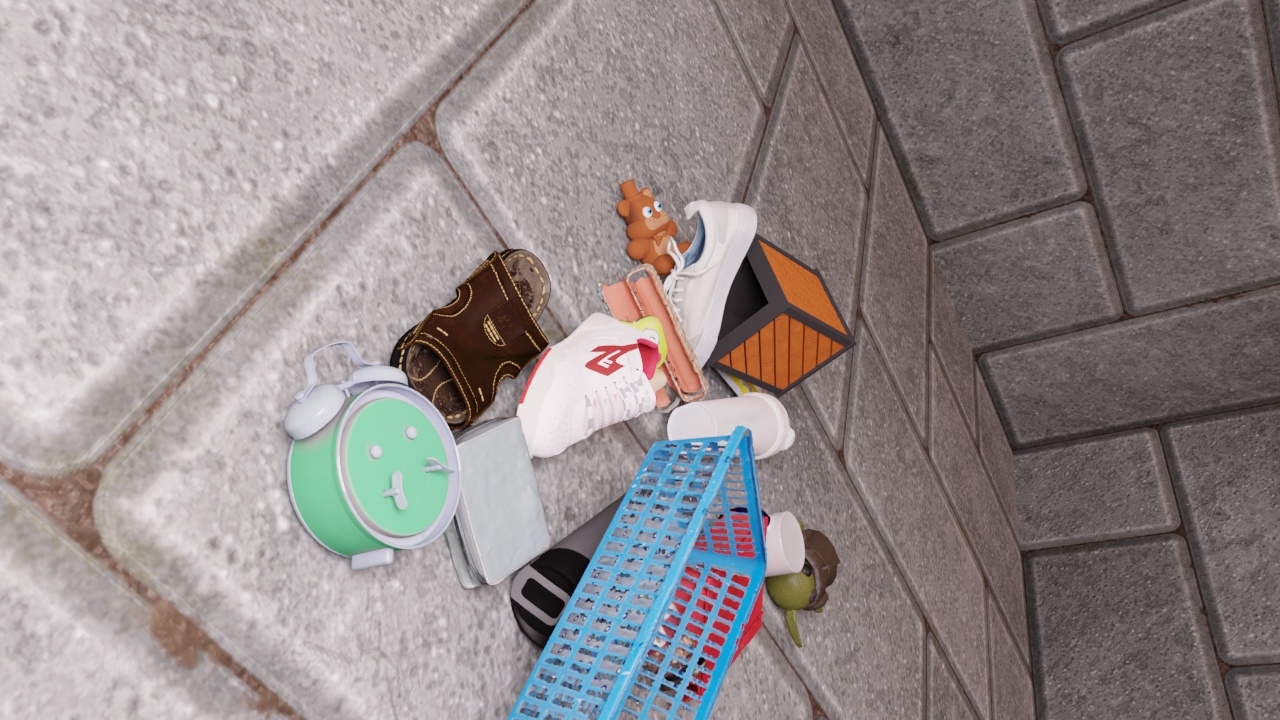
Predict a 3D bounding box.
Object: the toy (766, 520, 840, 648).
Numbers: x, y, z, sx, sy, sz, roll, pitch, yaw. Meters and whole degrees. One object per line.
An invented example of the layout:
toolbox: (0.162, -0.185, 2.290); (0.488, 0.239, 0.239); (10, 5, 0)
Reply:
toy: (0.235, 0.307, 1.332); (0.152, 0.078, 0.179); (-19, 96, -61)

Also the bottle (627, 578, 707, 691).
bottle: (0.020, 0.283, 0.956); (0.105, 0.056, 0.056); (61, 28, 7)

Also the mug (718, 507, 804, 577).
mug: (0.146, 0.231, 1.190); (0.112, 0.097, 0.078); (57, 33, -29)

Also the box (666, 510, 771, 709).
box: (0.088, 0.276, 1.069); (0.164, 0.153, 0.214); (52, 27, 10)

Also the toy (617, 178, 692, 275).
toy: (0.015, -0.176, 1.191); (0.094, 0.065, 0.128); (-38, 109, -41)

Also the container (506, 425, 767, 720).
container: (0.003, 0.254, 0.793); (0.361, 0.089, 0.257); (-60, 151, -34)

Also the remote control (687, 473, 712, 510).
remote control: (0.059, 0.173, 1.149); (0.136, 0.015, 0.032); (-18, 92, -59)

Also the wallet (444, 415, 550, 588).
wallet: (-0.132, 0.121, 0.797); (0.100, 0.054, 0.131); (-24, 100, -52)

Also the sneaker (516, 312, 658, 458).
sneaker: (-0.040, 0.032, 0.922); (0.236, 0.104, 0.090); (-49, 154, -60)

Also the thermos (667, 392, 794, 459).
thermos: (0.122, 0.087, 1.231); (0.220, 0.100, 0.099); (4, 73, -56)

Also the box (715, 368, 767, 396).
box: (0.149, 0.013, 1.373); (0.209, 0.036, 0.129); (47, 28, -39)

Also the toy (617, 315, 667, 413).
toy: (-0.006, 0.006, 1.071); (0.092, 0.046, 0.115); (-7, 97, -34)

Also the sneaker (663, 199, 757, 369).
sneaker: (0.062, -0.091, 1.151); (0.090, 0.243, 0.089); (9, 31, -16)

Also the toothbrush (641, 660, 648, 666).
toothbrush: (-0.036, 0.294, 0.922); (0.189, 0.016, 0.017); (36, 60, -49)

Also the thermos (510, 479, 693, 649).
thermos: (-0.031, 0.194, 0.908); (0.239, 0.082, 0.082); (-25, 98, -61)

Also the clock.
clock: (-0.199, 0.063, 0.678); (0.121, 0.075, 0.161); (-33, 105, -60)

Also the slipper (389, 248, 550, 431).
slipper: (-0.135, -0.030, 0.838); (0.113, 0.076, 0.267); (62, 31, -21)

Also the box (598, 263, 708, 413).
box: (0.016, -0.026, 1.115); (0.187, 0.083, 0.042); (63, 18, -17)

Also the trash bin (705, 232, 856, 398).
trash bin: (0.173, -0.062, 1.270); (0.171, 0.140, 0.139); (21, 40, -45)
